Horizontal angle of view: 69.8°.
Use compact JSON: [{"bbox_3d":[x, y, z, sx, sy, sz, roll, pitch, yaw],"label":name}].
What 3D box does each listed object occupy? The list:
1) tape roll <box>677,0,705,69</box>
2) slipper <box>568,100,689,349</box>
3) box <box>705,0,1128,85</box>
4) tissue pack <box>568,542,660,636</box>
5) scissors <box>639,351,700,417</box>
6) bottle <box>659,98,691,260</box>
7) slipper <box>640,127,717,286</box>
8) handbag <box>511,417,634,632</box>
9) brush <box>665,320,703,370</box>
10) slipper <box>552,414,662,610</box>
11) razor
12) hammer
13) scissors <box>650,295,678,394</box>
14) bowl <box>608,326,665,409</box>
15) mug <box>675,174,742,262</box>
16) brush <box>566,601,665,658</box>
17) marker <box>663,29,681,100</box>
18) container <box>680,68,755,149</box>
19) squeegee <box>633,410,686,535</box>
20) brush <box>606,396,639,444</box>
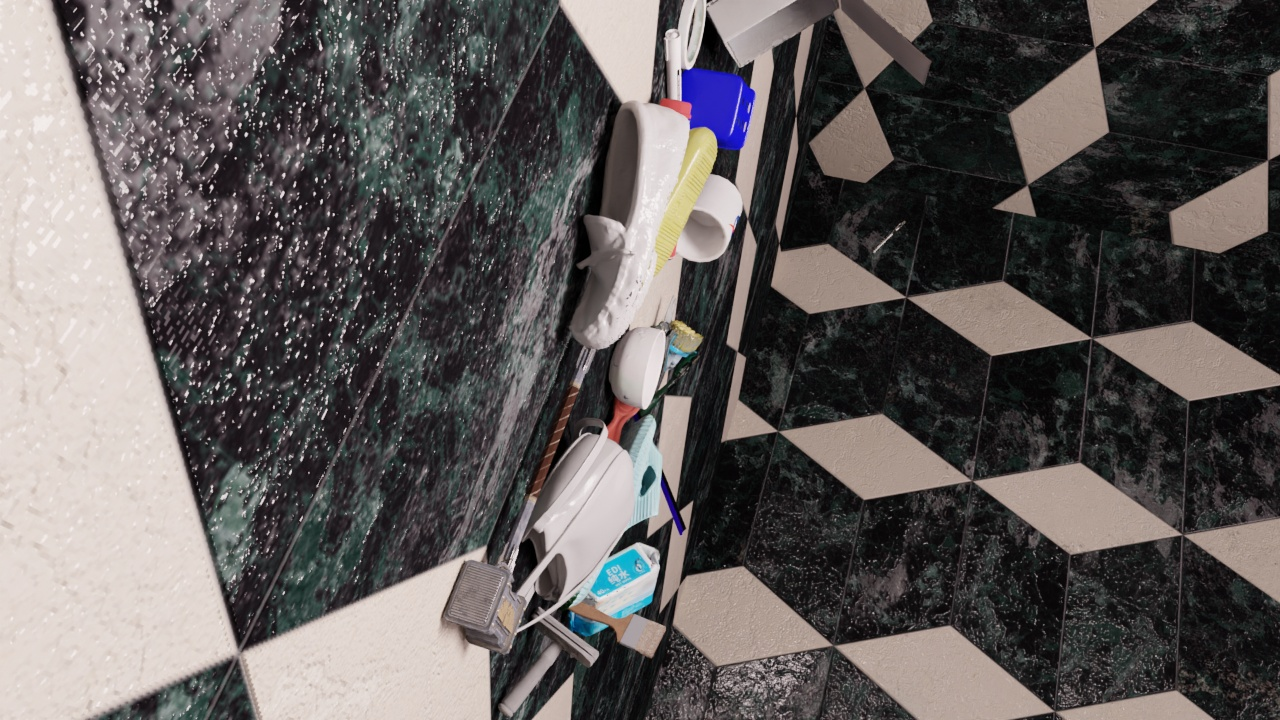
[{"bbox_3d":[0.061,-0.401,1.110,0.093,0.013,0.093,16,89,-79],"label":"tape roll"},{"bbox_3d":[-0.019,-0.132,0.893,0.112,0.074,0.247,-158,-96,-70],"label":"slipper"},{"bbox_3d":[0.342,-0.442,1.184,0.166,0.507,0.149,-27,125,-74],"label":"box"},{"bbox_3d":[-0.040,0.314,1.262,0.144,0.061,0.093,-22,140,-30],"label":"tissue pack"},{"bbox_3d":[0.047,0.040,1.466,0.155,0.015,0.209,-51,173,6],"label":"scissors"},{"bbox_3d":[0.024,-0.206,1.043,0.062,0.062,0.177,-44,146,-70],"label":"bottle"},{"bbox_3d":[0.010,-0.168,0.973,0.191,0.081,0.091,-60,167,11],"label":"slipper"},{"bbox_3d":[-0.092,0.189,0.989,0.222,0.096,0.216,-53,157,-32],"label":"handbag"},{"bbox_3d":[0.053,-0.020,1.452,0.075,0.055,0.135,-55,171,8],"label":"brush"},{"bbox_3d":[-0.032,0.196,1.167,0.116,0.069,0.275,-29,-148,57],"label":"slipper"},{"bbox_3d":[-0.118,0.353,1.045,0.116,0.088,0.047,-48,156,-27],"label":"razor"},{"bbox_3d":[-0.096,0.108,0.876,0.099,0.044,0.321,84,23,-61],"label":"hammer"},{"bbox_3d":[0.025,-0.021,1.361,0.138,0.019,0.129,-37,120,-25],"label":"scissors"},{"bbox_3d":[-0.007,0.007,1.176,0.105,0.054,0.105,13,89,-80],"label":"bowl"},{"bbox_3d":[0.081,-0.195,1.310,0.122,0.091,0.089,-38,-162,42],"label":"mug"},{"bbox_3d":[-0.041,0.333,1.176,0.045,0.143,0.008,-56,157,-38],"label":"brush"},{"bbox_3d":[0.038,-0.330,1.077,0.020,0.017,0.134,-33,154,-15],"label":"marker"},{"bbox_3d":[0.095,-0.326,1.192,0.113,0.085,0.084,-27,130,-74],"label":"container"},{"bbox_3d":[-0.026,0.198,1.267,0.185,0.055,0.249,-64,-148,32],"label":"squeegee"},{"bbox_3d":[-0.026,0.074,1.219,0.030,0.041,0.171,114,2,-49],"label":"brush"}]
